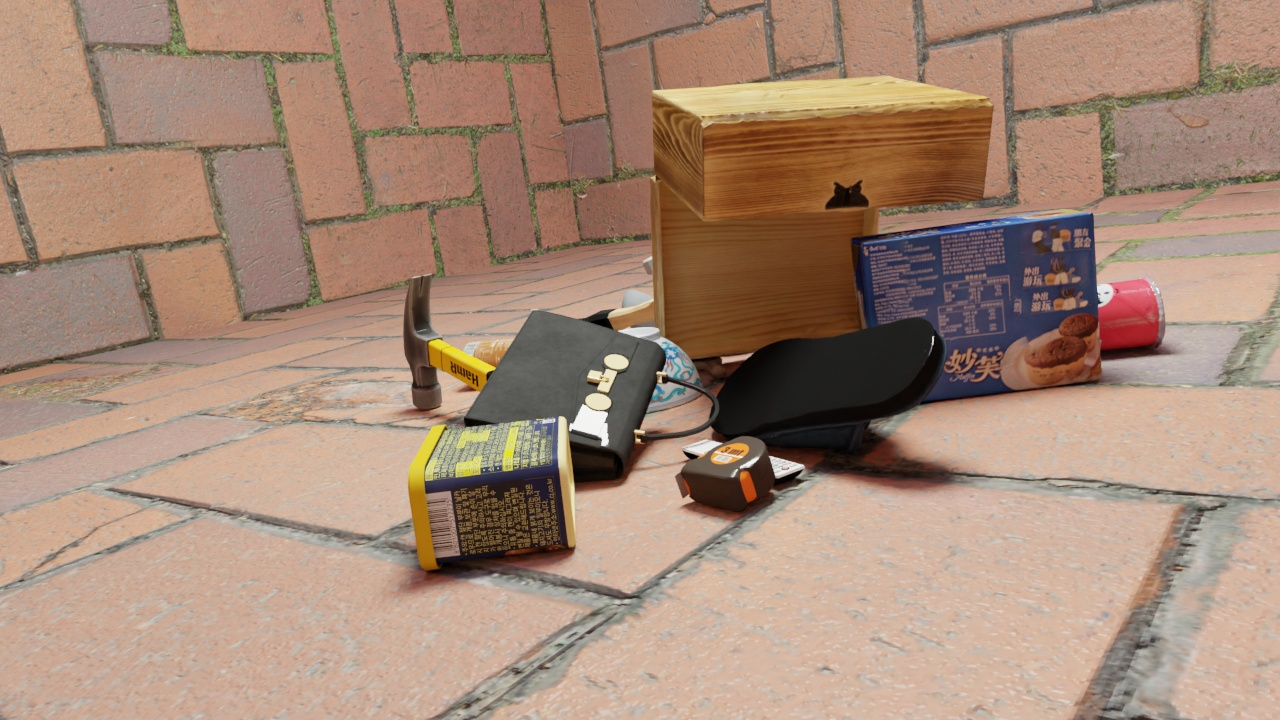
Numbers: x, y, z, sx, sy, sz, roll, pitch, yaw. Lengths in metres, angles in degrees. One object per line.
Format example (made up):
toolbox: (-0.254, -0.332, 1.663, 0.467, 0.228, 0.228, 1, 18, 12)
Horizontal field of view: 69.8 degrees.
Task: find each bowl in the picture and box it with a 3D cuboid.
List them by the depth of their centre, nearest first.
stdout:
bowl: (-0.006, 0.006, 1.018, 0.144, 0.074, 0.144, -8, 11, 1)
bowl: (0.015, -0.056, 1.311, 0.106, 0.039, 0.106, 30, -11, 6)

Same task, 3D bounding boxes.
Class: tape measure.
tape measure: (0.068, 0.085, 0.671, 0.058, 0.038, 0.058, -34, 24, -34)

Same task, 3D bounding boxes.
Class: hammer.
hammer: (-0.178, 0.012, 1.010, 0.034, 0.170, 0.325, -17, 26, -36)
hammer: (-0.024, -0.057, 1.265, 0.039, 0.131, 0.329, -31, 10, -30)

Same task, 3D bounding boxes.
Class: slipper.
slipper: (0.160, 0.037, 0.768, 0.266, 0.083, 0.108, -14, 40, 58)

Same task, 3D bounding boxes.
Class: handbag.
handbag: (-0.028, 0.038, 0.818, 0.196, 0.072, 0.175, 6, 35, 12)

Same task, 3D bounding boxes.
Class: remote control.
remote control: (0.080, 0.081, 0.737, 0.028, 0.012, 0.124, -15, 13, -31)

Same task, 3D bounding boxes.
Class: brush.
brush: (0.082, 0.003, 1.128, 0.039, 0.012, 0.151, -10, 10, -4)

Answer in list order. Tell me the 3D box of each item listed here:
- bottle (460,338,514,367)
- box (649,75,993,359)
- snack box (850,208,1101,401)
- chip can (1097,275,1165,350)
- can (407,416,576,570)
bottle: (-0.153, 0.000, 1.198, 0.167, 0.059, 0.059, -5, 12, 18)
box: (0.164, -0.127, 0.992, 0.279, 0.337, 0.286, -7, 25, -8)
snack box: (0.309, -0.050, 0.855, 0.203, 0.155, 0.069, -8, 10, 5)
chip can: (0.395, -0.034, 0.935, 0.233, 0.073, 0.073, -7, 11, 11)
can: (-0.103, 0.091, 0.670, 0.104, 0.075, 0.135, -6, 11, -3)
